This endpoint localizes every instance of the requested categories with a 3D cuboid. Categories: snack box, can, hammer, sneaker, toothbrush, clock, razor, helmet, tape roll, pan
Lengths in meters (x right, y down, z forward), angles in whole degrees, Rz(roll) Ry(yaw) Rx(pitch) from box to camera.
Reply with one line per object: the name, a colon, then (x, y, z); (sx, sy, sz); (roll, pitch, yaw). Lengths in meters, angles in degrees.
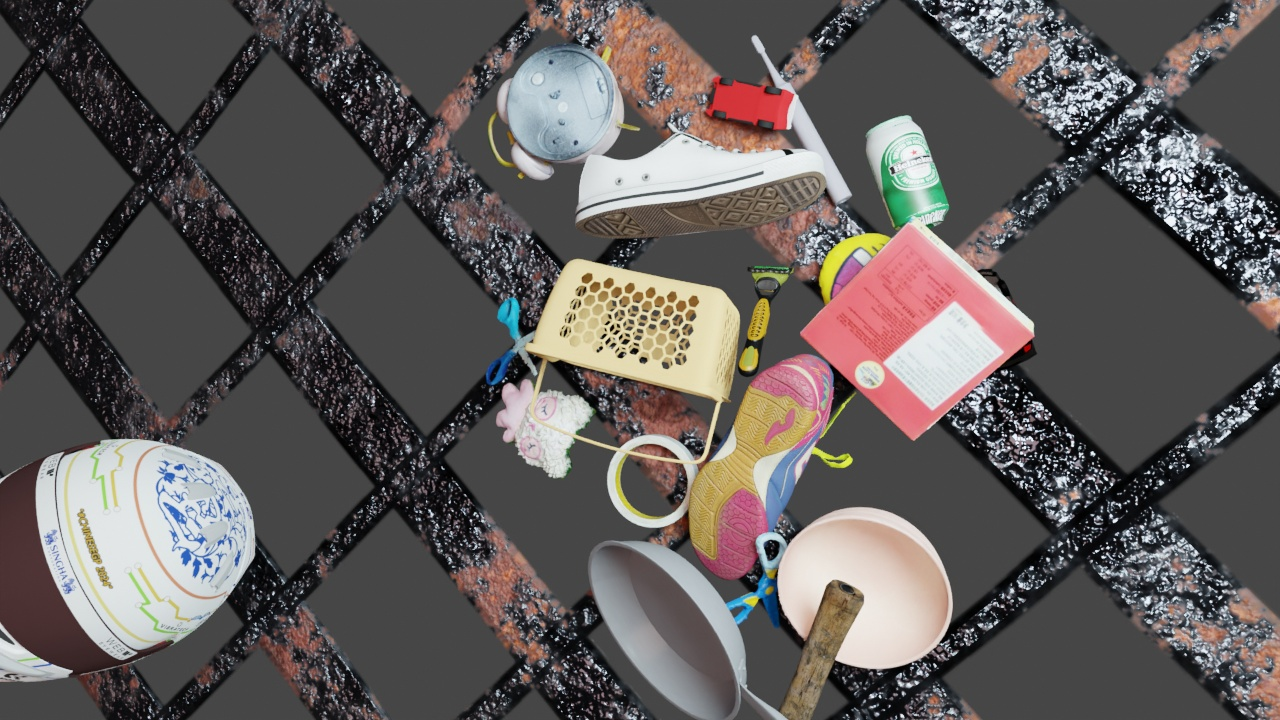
snack box: (0.243, -0.027, 0.817); (0.142, 0.040, 0.145); (44, 119, 5)
can: (0.245, -0.169, 0.846); (0.053, 0.053, 0.101); (-20, 85, 16)
hammer: (0.128, 0.342, 0.853); (0.120, 0.033, 0.331); (22, 111, 16)
sneaker: (0.055, -0.185, 0.894); (0.246, 0.091, 0.097); (-6, 75, 20)
sneaker: (0.125, 0.105, 0.879); (0.116, 0.090, 0.242); (31, 118, 20)
toothbrush: (0.153, -0.236, 0.892); (0.018, 0.019, 0.188); (-27, 82, 2)
clock: (-0.089, -0.251, 0.947); (0.158, 0.058, 0.116); (-21, 83, 16)
razor: (0.112, -0.039, 0.863); (0.044, 0.021, 0.143); (4, 48, 17)
helmet: (-0.547, 0.197, 0.961); (0.236, 0.314, 0.231); (-22, 87, 4)
tape roll: (0.013, 0.123, 0.937); (0.094, 0.019, 0.094); (0, 90, 17)
pan: (0.077, 0.278, 0.817); (0.357, 0.050, 0.201); (25, 135, 41)

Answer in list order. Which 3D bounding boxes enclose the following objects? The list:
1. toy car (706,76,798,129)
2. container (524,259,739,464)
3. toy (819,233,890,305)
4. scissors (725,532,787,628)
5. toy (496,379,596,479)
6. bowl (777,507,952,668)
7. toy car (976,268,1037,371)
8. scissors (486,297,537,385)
toy car: (0.107, -0.251, 0.895); (0.089, 0.025, 0.038); (24, 111, 36)
container: (-0.005, 0.005, 0.884); (0.183, 0.129, 0.167); (13, 85, 17)
toy: (0.215, -0.072, 0.862); (0.094, 0.041, 0.095); (-34, 86, 20)
scissors: (0.118, 0.213, 0.873); (0.013, 0.125, 0.130); (46, 147, 50)
toy: (-0.109, 0.066, 0.966); (0.109, 0.041, 0.096); (26, 99, 22)
bowl: (0.207, 0.196, 0.839); (0.153, 0.076, 0.153); (6, 109, 18)
toy car: (0.320, -0.038, 0.830); (0.042, 0.036, 0.091); (-26, 87, 18)
scissors: (-0.131, -0.008, 0.955); (0.129, 0.014, 0.119); (47, 118, 49)
